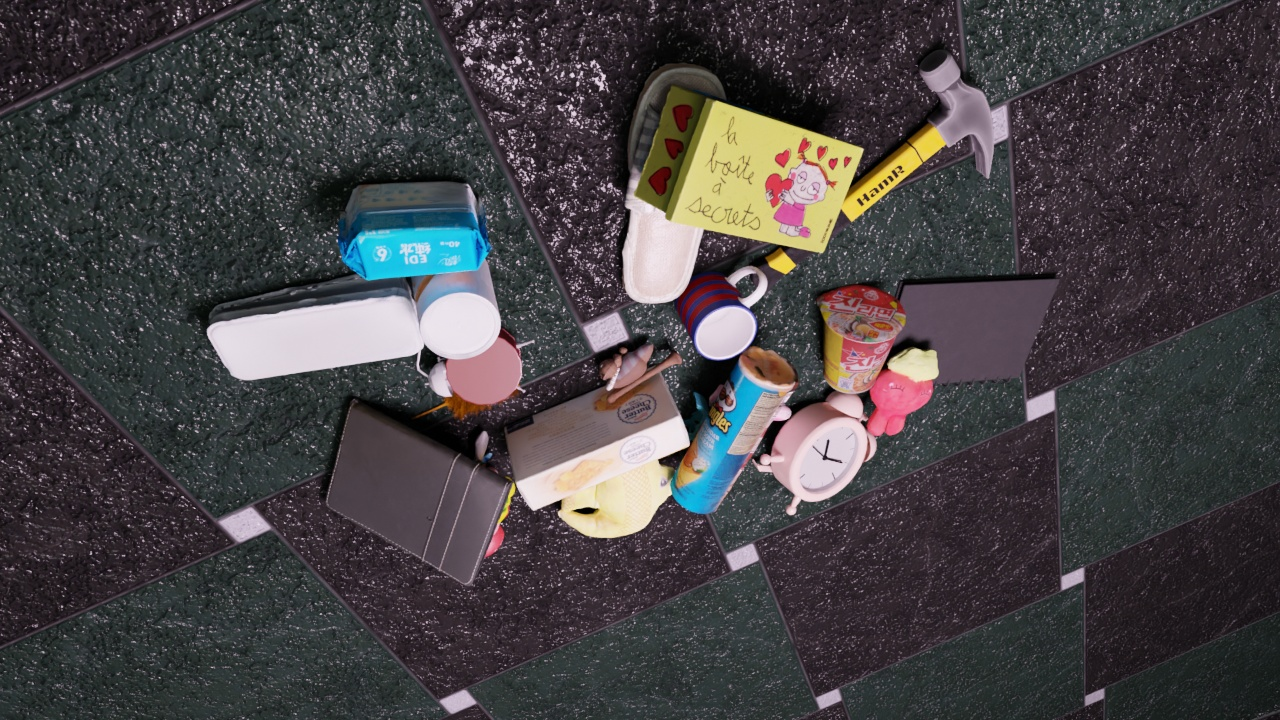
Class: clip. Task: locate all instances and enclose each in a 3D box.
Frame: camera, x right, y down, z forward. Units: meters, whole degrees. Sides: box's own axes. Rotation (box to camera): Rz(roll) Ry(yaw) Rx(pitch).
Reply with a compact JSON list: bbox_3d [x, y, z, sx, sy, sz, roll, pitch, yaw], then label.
[{"bbox_3d":[0.068,0.076,1.173,0.120,0.033,0.119,5,140,-17],"label":"clip"}]

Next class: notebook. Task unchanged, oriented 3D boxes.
[{"bbox_3d":[0.430,-0.034,1.226,0.231,0.019,0.169,-4,126,-16],"label":"notebook"},{"bbox_3d":[-0.263,0.157,1.069,0.209,0.029,0.170,28,119,9],"label":"notebook"}]

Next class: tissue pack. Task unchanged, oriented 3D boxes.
[{"bbox_3d":[-0.222,-0.127,0.896,0.144,0.092,0.062,-5,134,-14],"label":"tissue pack"}]

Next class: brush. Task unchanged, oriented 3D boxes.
[{"bbox_3d":[-0.206,0.046,1.079,0.126,0.017,0.048,-23,129,0],"label":"brush"}]

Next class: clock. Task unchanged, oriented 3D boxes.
[{"bbox_3d":[-0.185,0.002,1.024,0.124,0.044,0.087,9,108,-12],"label":"clock"},{"bbox_3d":[0.239,0.118,1.251,0.160,0.086,0.131,-34,129,-3],"label":"clock"}]

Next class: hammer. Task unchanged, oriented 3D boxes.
[{"bbox_3d":[0.258,-0.188,1.048,0.325,0.034,0.170,-39,129,15],"label":"hammer"}]

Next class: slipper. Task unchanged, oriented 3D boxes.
[{"bbox_3d":[0.033,-0.174,0.971,0.114,0.054,0.273,-7,128,-19],"label":"slipper"}]

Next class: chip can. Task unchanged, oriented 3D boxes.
[{"bbox_3d":[0.112,0.089,1.127,0.079,0.079,0.230,8,129,-23],"label":"chip can"}]

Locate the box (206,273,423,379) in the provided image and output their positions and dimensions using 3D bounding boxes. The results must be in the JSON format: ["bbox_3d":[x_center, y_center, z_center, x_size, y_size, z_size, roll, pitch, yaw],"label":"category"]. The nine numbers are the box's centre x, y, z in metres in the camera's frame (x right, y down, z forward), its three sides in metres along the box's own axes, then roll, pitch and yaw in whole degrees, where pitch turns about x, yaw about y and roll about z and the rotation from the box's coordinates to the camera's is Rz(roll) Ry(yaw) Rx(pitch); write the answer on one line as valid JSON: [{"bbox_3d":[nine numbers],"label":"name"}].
[{"bbox_3d":[-0.337,-0.031,0.959,0.213,0.063,0.118,-12,131,-10],"label":"box"}]

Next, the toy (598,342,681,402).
[{"bbox_3d":[-0.006,0.006,1.098,0.102,0.041,0.055,-33,91,-4],"label":"toy"}]

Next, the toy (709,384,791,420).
[{"bbox_3d":[0.141,0.065,1.189,0.110,0.047,0.064,22,125,-34],"label":"toy"}]

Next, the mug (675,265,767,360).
[{"bbox_3d":[0.098,-0.065,1.056,0.075,0.076,0.112,30,112,-34],"label":"mug"}]

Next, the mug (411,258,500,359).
[{"bbox_3d":[-0.191,-0.063,0.944,0.082,0.105,0.082,-9,127,-12],"label":"mug"}]

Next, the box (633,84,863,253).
[{"bbox_3d":[0.110,-0.187,0.919,0.220,0.079,0.124,6,112,-42],"label":"box"}]

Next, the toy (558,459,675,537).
[{"bbox_3d":[-0.029,0.164,1.197,0.154,0.064,0.171,-2,125,-10],"label":"toy"}]

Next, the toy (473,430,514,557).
[{"bbox_3d":[-0.184,0.165,1.112,0.097,0.124,0.131,6,145,12],"label":"toy"}]

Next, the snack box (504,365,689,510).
[{"bbox_3d":[-0.054,0.092,1.107,0.208,0.104,0.057,-23,130,-1],"label":"snack box"}]

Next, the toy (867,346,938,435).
[{"bbox_3d":[0.343,0.041,1.209,0.091,0.045,0.135,14,112,-23],"label":"toy"}]

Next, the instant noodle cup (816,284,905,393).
[{"bbox_3d":[0.270,-0.019,1.140,0.100,0.100,0.113,-12,136,-9],"label":"instant noodle cup"}]
